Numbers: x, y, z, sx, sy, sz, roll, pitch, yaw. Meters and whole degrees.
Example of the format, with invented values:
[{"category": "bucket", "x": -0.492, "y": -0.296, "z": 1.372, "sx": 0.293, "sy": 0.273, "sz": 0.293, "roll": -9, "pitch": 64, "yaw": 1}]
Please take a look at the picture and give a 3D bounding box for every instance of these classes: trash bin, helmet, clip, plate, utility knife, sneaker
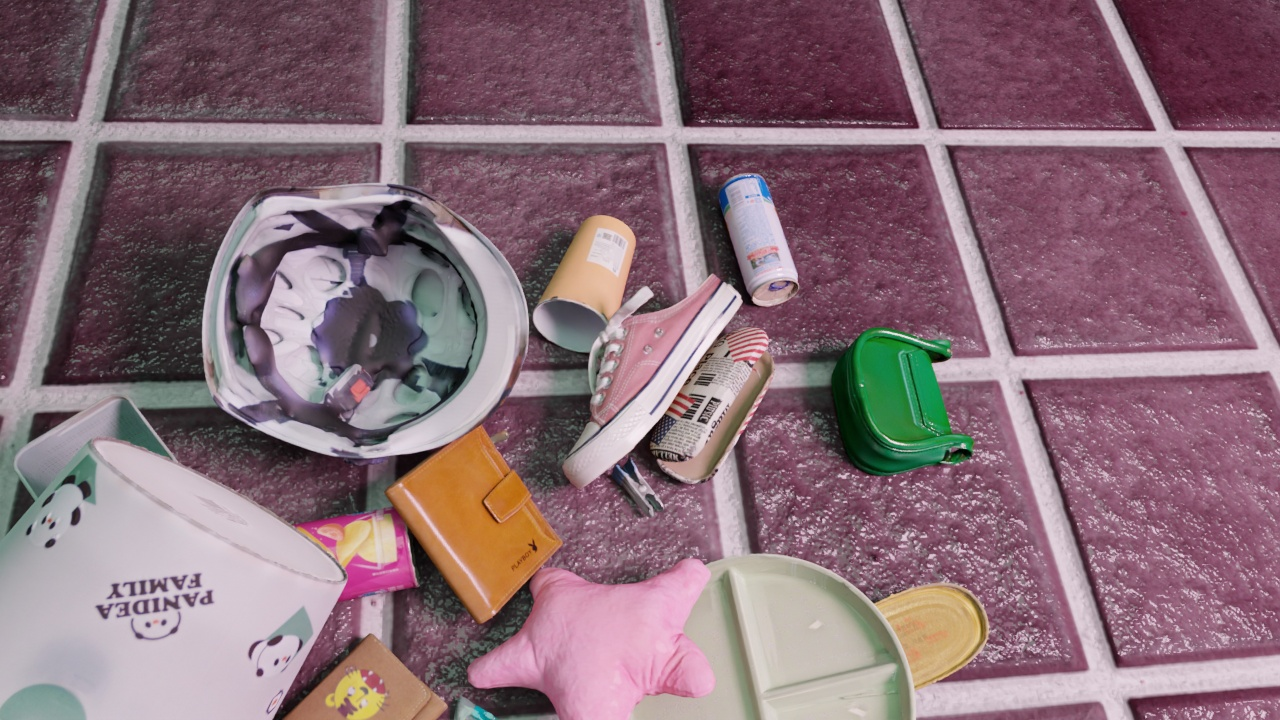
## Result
[{"category": "trash bin", "x": -0.331, "y": 0.201, "z": 0.572, "sx": 0.229, "sy": 0.230, "sz": 0.251, "roll": 30, "pitch": 79, "yaw": 9}, {"category": "helmet", "x": -0.226, "y": -0.027, "z": 0.786, "sx": 0.258, "sy": 0.146, "sz": 0.229, "roll": 6, "pitch": 86, "yaw": -7}, {"category": "clip", "x": -0.001, "y": 0.114, "z": 0.816, "sx": 0.038, "sy": 0.026, "sz": 0.058, "roll": -28, "pitch": 69, "yaw": -29}, {"category": "plate", "x": 0.093, "y": 0.261, "z": 0.707, "sx": 0.230, "sy": 0.027, "sz": 0.229, "roll": -9, "pitch": 53, "yaw": 11}, {"category": "utility knife", "x": -0.083, "y": 0.313, "z": 0.703, "sx": 0.158, "sy": 0.013, "sz": 0.029, "roll": 32, "pitch": 70, "yaw": 10}, {"category": "sneaker", "x": -0.005, "y": 0.005, "z": 0.824, "sx": 0.088, "sy": 0.118, "sz": 0.240, "roll": 38, "pitch": 69, "yaw": -1}]

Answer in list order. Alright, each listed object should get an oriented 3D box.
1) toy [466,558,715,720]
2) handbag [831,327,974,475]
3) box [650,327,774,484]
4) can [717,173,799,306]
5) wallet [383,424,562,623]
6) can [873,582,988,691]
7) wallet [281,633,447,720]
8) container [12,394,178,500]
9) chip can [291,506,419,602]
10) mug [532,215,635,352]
[{"category": "toy", "x": -0.038, "y": 0.225, "z": 0.699, "sx": 0.195, "sy": 0.075, "sz": 0.178, "roll": -7, "pitch": 37, "yaw": 11}, {"category": "handbag", "x": 0.247, "y": 0.037, "z": 0.865, "sx": 0.120, "sy": 0.068, "sz": 0.131, "roll": -2, "pitch": 62, "yaw": -10}, {"category": "box", "x": 0.064, "y": 0.030, "z": 0.838, "sx": 0.075, "sy": 0.082, "sz": 0.163, "roll": 24, "pitch": 62, "yaw": 23}, {"category": "can", "x": 0.121, "y": -0.125, "z": 0.945, "sx": 0.053, "sy": 0.053, "sz": 0.134, "roll": -8, "pitch": 63, "yaw": -11}, {"category": "wallet", "x": -0.131, "y": 0.127, "z": 0.755, "sx": 0.118, "sy": 0.035, "sz": 0.130, "roll": -41, "pitch": 100, "yaw": -42}, {"category": "can", "x": 0.214, "y": 0.237, "z": 0.762, "sx": 0.148, "sy": 0.049, "sz": 0.074, "roll": -19, "pitch": 65, "yaw": -16}, {"category": "wallet", "x": -0.217, "y": 0.278, "z": 0.696, "sx": 0.090, "sy": 0.033, "sz": 0.115, "roll": 38, "pitch": 60, "yaw": 14}, {"category": "container", "x": -0.407, "y": 0.101, "z": 0.721, "sx": 0.090, "sy": 0.112, "sz": 0.090, "roll": -37, "pitch": 73, "yaw": -23}, {"category": "chip can", "x": -0.286, "y": 0.166, "z": 0.724, "sx": 0.210, "sy": 0.072, "sz": 0.071, "roll": -9, "pitch": 63, "yaw": -12}, {"category": "mug", "x": -0.048, "y": -0.079, "z": 0.889, "sx": 0.078, "sy": 0.078, "sz": 0.122, "roll": 17, "pitch": 57, "yaw": 2}]
